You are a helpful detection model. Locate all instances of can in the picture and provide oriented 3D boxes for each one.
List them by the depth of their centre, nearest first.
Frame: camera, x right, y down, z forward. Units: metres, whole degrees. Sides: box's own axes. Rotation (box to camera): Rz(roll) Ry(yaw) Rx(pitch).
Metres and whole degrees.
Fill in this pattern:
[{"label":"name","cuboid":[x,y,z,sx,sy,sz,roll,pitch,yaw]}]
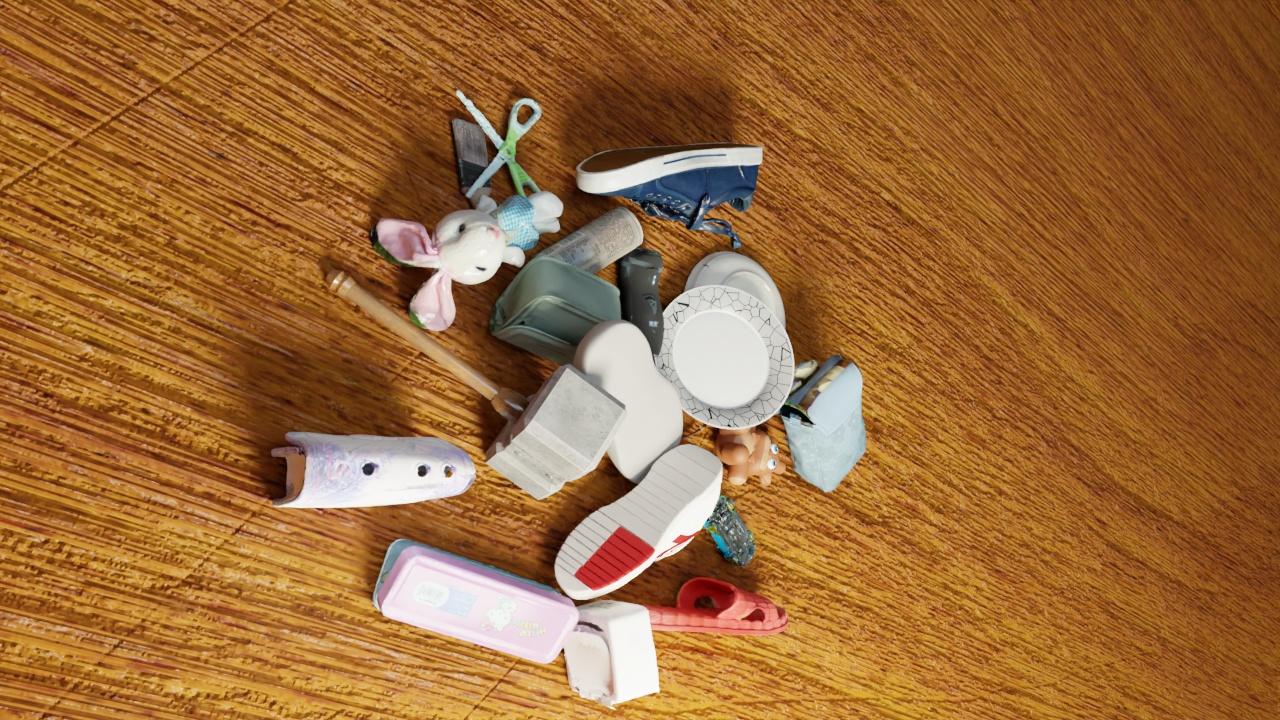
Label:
[{"label":"can","cuboid":[-0.064,-0.126,1.066,0.135,0.054,0.054,-35,104,-27]}]

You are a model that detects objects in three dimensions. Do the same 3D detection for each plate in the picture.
[{"label":"plate","cuboid":[0.104,-0.003,1.154,0.188,0.016,0.188,6,71,-17]},{"label":"plate","cuboid":[0.136,-0.060,1.231,0.182,0.034,0.182,7,79,-36]}]

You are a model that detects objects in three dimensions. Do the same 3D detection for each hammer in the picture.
[{"label":"hammer","cuboid":[-0.183,0.008,0.930,0.317,0.163,0.082,37,61,-8]}]

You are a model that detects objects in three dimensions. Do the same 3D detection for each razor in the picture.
[{"label":"razor","cuboid":[0.007,-0.074,1.111,0.053,0.064,0.140,4,69,-30]}]

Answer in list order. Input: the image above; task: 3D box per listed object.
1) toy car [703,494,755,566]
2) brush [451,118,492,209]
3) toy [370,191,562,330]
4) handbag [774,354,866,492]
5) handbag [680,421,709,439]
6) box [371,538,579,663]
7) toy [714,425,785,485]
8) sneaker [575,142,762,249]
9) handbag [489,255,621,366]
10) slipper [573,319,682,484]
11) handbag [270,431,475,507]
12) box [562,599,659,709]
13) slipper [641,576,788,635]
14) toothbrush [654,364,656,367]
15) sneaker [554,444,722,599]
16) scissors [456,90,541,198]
[{"label":"toy car","cuboid":[0.110,0.217,1.169,0.048,0.032,0.105,-49,117,-32]},{"label":"brush","cuboid":[-0.183,-0.194,1.023,0.038,0.012,0.151,-7,87,-38]},{"label":"toy","cuboid":[-0.158,-0.122,0.962,0.204,0.106,0.131,-29,104,-29]},{"label":"handbag","cuboid":[0.238,0.077,1.235,0.121,0.119,0.192,-45,141,-20]},{"label":"handbag","cuboid":[0.064,0.073,1.164,0.119,0.029,0.055,-34,102,-31]},{"label":"box","cuboid":[-0.167,0.251,0.944,0.214,0.065,0.078,28,81,-31]},{"label":"toy","cuboid":[0.149,0.121,1.196,0.127,0.065,0.094,28,65,-37]},{"label":"sneaker","cuboid":[0.044,-0.206,1.155,0.293,0.121,0.127,-13,113,-40]},{"label":"handbag","cuboid":[-0.089,-0.045,1.014,0.121,0.106,0.067,23,42,-33]},{"label":"slipper","cuboid":[-0.029,0.039,1.029,0.112,0.081,0.266,-51,147,-18]},{"label":"handbag","cuboid":[-0.250,0.100,0.853,0.158,0.127,0.069,6,77,-35]},{"label":"box","cuboid":[-0.049,0.318,0.987,0.091,0.107,0.102,-3,84,-34]},{"label":"slipper","cuboid":[0.084,0.290,1.093,0.248,0.104,0.059,12,79,-39]},{"label":"toothbrush","cuboid":[-0.006,0.006,1.081,0.181,0.010,0.010,10,75,-62]},{"label":"sneaker","cuboid":[0.005,0.205,1.059,0.236,0.090,0.104,-41,143,-30]},{"label":"scissors","cuboid":[-0.153,-0.237,1.043,0.171,0.021,0.171,54,52,-30]}]
